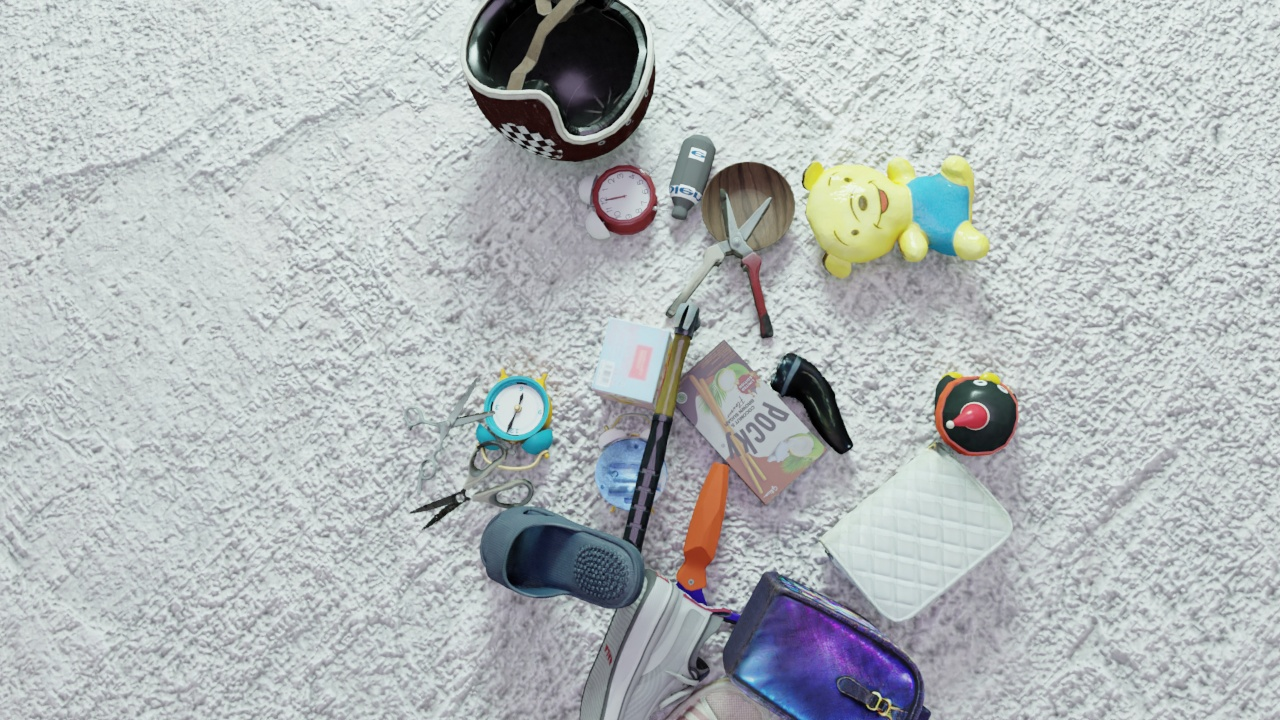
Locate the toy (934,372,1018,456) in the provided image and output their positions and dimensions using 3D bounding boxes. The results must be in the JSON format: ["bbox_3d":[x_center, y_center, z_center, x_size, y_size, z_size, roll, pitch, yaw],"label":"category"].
[{"bbox_3d":[0.397,0.063,1.077,0.097,0.119,0.099,17,86,8],"label":"toy"}]

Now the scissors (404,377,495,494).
[{"bbox_3d":[-0.248,0.097,1.169,0.142,0.014,0.165,8,90,27],"label":"scissors"}]

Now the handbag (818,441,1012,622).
[{"bbox_3d":[0.325,0.206,1.085,0.195,0.072,0.139,-38,71,-1],"label":"handbag"}]

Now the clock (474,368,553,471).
[{"bbox_3d":[-0.157,0.076,1.168,0.099,0.044,0.129,5,74,6],"label":"clock"}]

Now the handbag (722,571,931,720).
[{"bbox_3d":[0.211,0.337,1.003,0.222,0.205,0.125,29,85,7],"label":"handbag"}]

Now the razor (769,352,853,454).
[{"bbox_3d":[0.211,0.055,1.130,0.064,0.053,0.140,-31,80,11],"label":"razor"}]

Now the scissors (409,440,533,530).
[{"bbox_3d":[-0.215,0.159,1.152,0.163,0.012,0.154,7,109,4],"label":"scissors"}]

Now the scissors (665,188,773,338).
[{"bbox_3d":[0.105,-0.111,1.163,0.179,0.015,0.199,-21,97,13],"label":"scissors"}]

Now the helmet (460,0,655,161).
[{"bbox_3d":[-0.095,-0.373,1.124,0.234,0.253,0.233,5,75,31],"label":"helmet"}]

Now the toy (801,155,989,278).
[{"bbox_3d":[0.311,-0.180,1.142,0.214,0.084,0.148,-4,73,6],"label":"toy"}]

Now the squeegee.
[{"bbox_3d":[0.075,0.215,1.114,0.249,0.055,0.184,15,86,4],"label":"squeegee"}]

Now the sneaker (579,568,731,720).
[{"bbox_3d":[0.011,0.383,1.085,0.128,0.097,0.263,21,93,-15],"label":"sneaker"}]

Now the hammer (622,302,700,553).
[{"bbox_3d":[0.021,0.091,1.072,0.025,0.118,0.332,13,82,7],"label":"hammer"}]

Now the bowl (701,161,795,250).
[{"bbox_3d":[0.139,-0.195,1.186,0.119,0.032,0.119,-1,81,5],"label":"bowl"}]

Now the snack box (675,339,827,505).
[{"bbox_3d":[0.130,0.077,1.144,0.101,0.031,0.186,-42,80,-2],"label":"snack box"}]

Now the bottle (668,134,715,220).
[{"bbox_3d":[0.064,-0.237,1.194,0.047,0.047,0.112,16,83,8],"label":"bottle"}]

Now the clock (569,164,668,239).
[{"bbox_3d":[-0.030,-0.207,1.199,0.124,0.044,0.087,-12,80,2],"label":"clock"}]

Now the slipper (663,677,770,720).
[{"bbox_3d":[0.047,0.488,1.076,0.263,0.052,0.115,-45,78,-2],"label":"slipper"}]

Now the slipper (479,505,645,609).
[{"bbox_3d":[-0.114,0.226,1.060,0.264,0.082,0.101,3,82,41],"label":"slipper"}]

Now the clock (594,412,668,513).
[{"bbox_3d":[-0.009,0.127,1.139,0.089,0.052,0.125,1,81,6],"label":"clock"}]

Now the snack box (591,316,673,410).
[{"bbox_3d":[-0.007,0.007,1.137,0.079,0.095,0.093,13,82,7],"label":"snack box"}]
